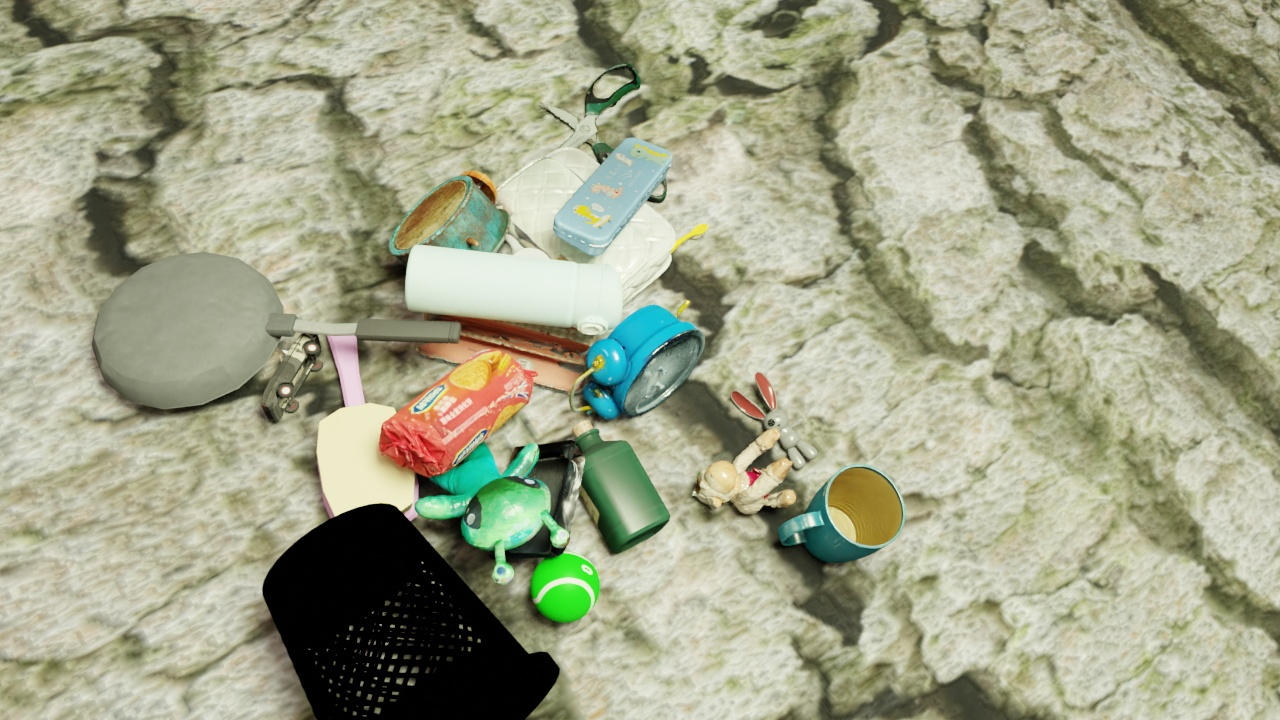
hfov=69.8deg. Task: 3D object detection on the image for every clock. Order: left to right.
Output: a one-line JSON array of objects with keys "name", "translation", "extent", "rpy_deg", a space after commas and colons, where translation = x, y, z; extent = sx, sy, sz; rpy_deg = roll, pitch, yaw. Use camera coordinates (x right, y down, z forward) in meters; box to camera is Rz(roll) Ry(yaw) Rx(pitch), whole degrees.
[{"name": "clock", "translation": [-0.199, -0.142, 0.984], "extent": [0.073, 0.121, 0.157], "rpy_deg": [47, 26, -35]}, {"name": "clock", "translation": [-0.006, 0.006, 0.951], "extent": [0.161, 0.117, 0.060], "rpy_deg": [-31, 64, -29]}]

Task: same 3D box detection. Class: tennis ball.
[{"name": "tennis ball", "translation": [-0.071, 0.212, 0.862], "extent": [0.065, 0.065, 0.065], "rpy_deg": [5, 63, -10]}]

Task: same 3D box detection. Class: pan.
[{"name": "pan", "translation": [-0.355, -0.036, 0.894], "extent": [0.357, 0.041, 0.178], "rpy_deg": [2, 56, 0]}]

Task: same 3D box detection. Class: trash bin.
[{"name": "trash bin", "translation": [-0.205, 0.238, 0.764], "extent": [0.195, 0.196, 0.199], "rpy_deg": [-31, 65, -24]}]

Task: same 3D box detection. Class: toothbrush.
[{"name": "toothbrush", "translation": [0.025, -0.127, 1.080], "extent": [0.135, 0.016, 0.021], "rpy_deg": [-31, 76, -19]}]

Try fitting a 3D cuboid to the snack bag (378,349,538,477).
[{"name": "snack bag", "translation": [-0.176, 0.052, 0.886], "extent": [0.082, 0.083, 0.175], "rpy_deg": [38, 41, 8]}]

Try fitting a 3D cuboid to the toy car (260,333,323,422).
[{"name": "toy car", "translation": [-0.348, 0.015, 0.912], "extent": [0.037, 0.040, 0.092], "rpy_deg": [22, 61, 0]}]

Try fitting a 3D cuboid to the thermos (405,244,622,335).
[{"name": "thermos", "translation": [-0.120, -0.069, 0.896], "extent": [0.207, 0.065, 0.077], "rpy_deg": [6, 57, -6]}]

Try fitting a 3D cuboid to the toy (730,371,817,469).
[{"name": "toy", "translation": [0.149, 0.068, 1.002], "extent": [0.049, 0.030, 0.111], "rpy_deg": [-38, 78, 4]}]

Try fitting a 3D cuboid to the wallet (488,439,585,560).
[{"name": "wallet", "translation": [-0.100, 0.137, 0.887], "extent": [0.026, 0.089, 0.114], "rpy_deg": [39, 53, -42]}]

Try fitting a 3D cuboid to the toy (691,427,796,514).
[{"name": "toy", "translation": [0.103, 0.119, 0.951], "extent": [0.106, 0.074, 0.085], "rpy_deg": [-14, 34, 3]}]

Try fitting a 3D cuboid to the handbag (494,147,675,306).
[{"name": "handbag", "translation": [-0.063, -0.151, 1.030], "extent": [0.195, 0.073, 0.138], "rpy_deg": [41, 65, 15]}]

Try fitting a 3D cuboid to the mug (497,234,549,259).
[{"name": "mug", "translation": [-0.129, -0.093, 0.985], "extent": [0.071, 0.090, 0.107], "rpy_deg": [-21, 70, -21]}]

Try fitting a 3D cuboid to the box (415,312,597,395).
[{"name": "box", "translation": [-0.142, -0.016, 0.969], "extent": [0.187, 0.085, 0.048], "rpy_deg": [13, 34, -3]}]

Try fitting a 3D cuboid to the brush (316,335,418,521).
[{"name": "brush", "translation": [-0.278, 0.060, 0.904], "extent": [0.089, 0.043, 0.228], "rpy_deg": [-11, 67, -17]}]

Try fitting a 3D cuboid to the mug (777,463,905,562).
[{"name": "mug", "translation": [0.193, 0.163, 0.923], "extent": [0.112, 0.104, 0.084], "rpy_deg": [-9, 66, -14]}]

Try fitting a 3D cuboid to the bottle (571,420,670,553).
[{"name": "bottle", "translation": [-0.030, 0.120, 0.918], "extent": [0.061, 0.061, 0.131], "rpy_deg": [-23, 71, -24]}]

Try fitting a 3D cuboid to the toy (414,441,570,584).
[{"name": "toy", "translation": [-0.140, 0.131, 0.857], "extent": [0.130, 0.072, 0.193], "rpy_deg": [-27, 34, -23]}]

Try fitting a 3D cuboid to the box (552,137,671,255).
[{"name": "box", "translation": [-0.026, -0.186, 0.996], "extent": [0.066, 0.037, 0.208], "rpy_deg": [28, 43, 5]}]

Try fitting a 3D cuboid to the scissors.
[{"name": "scissors", "translation": [-0.025, -0.286, 1.147], "extent": [0.202, 0.015, 0.201], "rpy_deg": [38, 62, 5]}]
